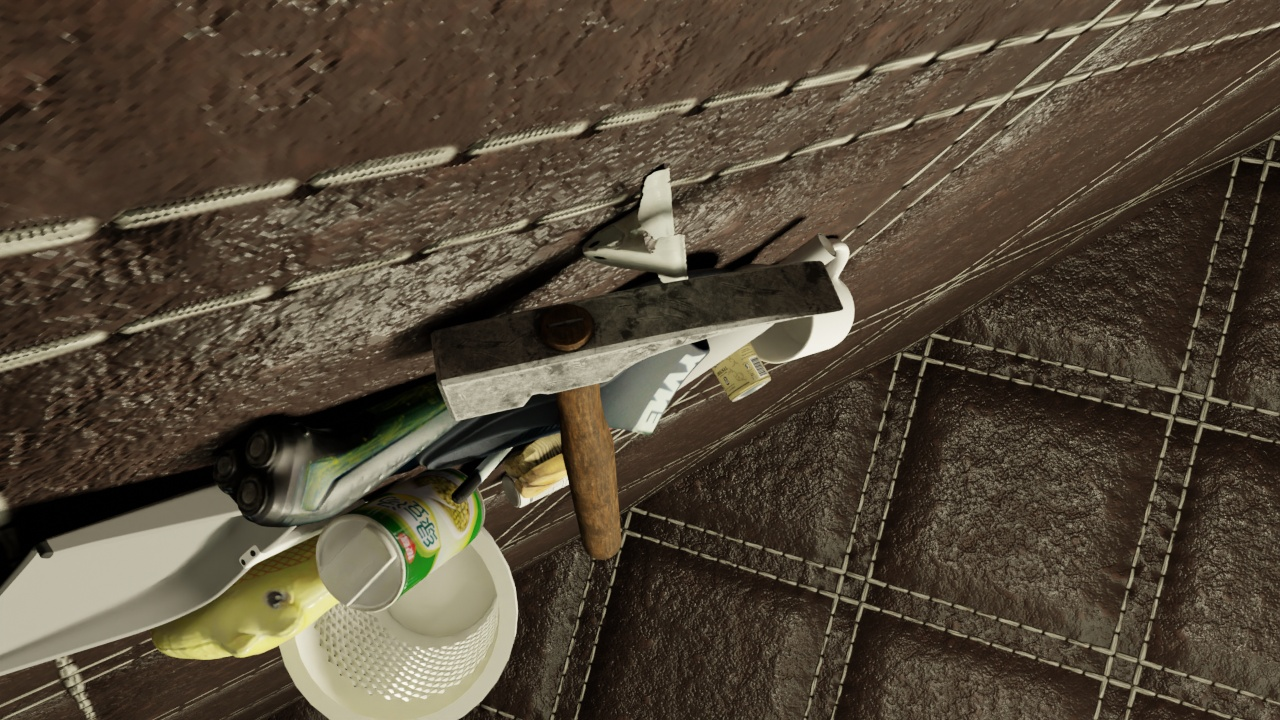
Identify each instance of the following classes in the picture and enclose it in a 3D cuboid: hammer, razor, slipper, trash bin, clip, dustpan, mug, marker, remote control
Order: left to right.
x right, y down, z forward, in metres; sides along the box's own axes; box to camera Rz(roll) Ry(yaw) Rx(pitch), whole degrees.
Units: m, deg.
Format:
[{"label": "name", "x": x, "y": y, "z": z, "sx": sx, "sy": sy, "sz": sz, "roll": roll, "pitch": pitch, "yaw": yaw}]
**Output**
[{"label": "dustpan", "x": -0.263, "y": 0.118, "z": 0.554, "sx": 0.163, "sy": 0.033, "sz": 0.257, "roll": -39, "pitch": 173, "yaw": 25}, {"label": "razor", "x": -0.159, "y": 0.043, "z": 0.517, "sx": 0.151, "sy": 0.054, "sz": 0.067, "roll": -29, "pitch": 145, "yaw": -37}, {"label": "trash bin", "x": -0.204, "y": 0.216, "z": 0.852, "sx": 0.195, "sy": 0.195, "sz": 0.199, "roll": -29, "pitch": 179, "yaw": -4}, {"label": "remote control", "x": -0.133, "y": 0.085, "z": 0.838, "sx": 0.034, "sy": 0.013, "sz": 0.150, "roll": -21, "pitch": 166, "yaw": -38}, {"label": "marker", "x": -0.110, "y": 0.072, "z": 0.716, "sx": 0.011, "sy": 0.011, "sz": 0.151, "roll": -35, "pitch": -172, "yaw": 26}, {"label": "slipper", "x": -0.036, "y": 0.024, "z": 0.641, "sx": 0.268, "sy": 0.083, "sz": 0.110, "roll": -30, "pitch": 167, "yaw": 9}, {"label": "hammer", "x": 0.003, "y": 0.054, "z": 0.603, "sx": 0.217, "sy": 0.037, "sz": 0.301, "roll": -12, "pitch": 147, "yaw": -6}, {"label": "clip", "x": 0.004, "y": -0.062, "z": 0.484, "sx": 0.052, "sy": 0.058, "sz": 0.102, "roll": -53, "pitch": 170, "yaw": -6}, {"label": "mug", "x": 0.142, "y": -0.055, "z": 0.789, "sx": 0.090, "sy": 0.074, "sz": 0.111, "roll": -13, "pitch": 135, "yaw": -55}]

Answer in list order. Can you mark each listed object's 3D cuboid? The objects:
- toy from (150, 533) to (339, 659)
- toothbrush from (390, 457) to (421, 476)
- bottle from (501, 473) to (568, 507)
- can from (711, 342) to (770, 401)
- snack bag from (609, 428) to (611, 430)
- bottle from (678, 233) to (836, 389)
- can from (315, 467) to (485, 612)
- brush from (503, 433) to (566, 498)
[{"label": "toy", "x": -0.271, "y": 0.165, "z": 0.670, "sx": 0.170, "sy": 0.064, "sz": 0.155, "roll": -23, "pitch": -163, "yaw": -14}, {"label": "toothbrush", "x": -0.176, "y": 0.078, "z": 0.697, "sx": 0.188, "sy": 0.016, "sz": 0.017, "roll": -20, "pitch": 175, "yaw": -39}, {"label": "bottle", "x": -0.097, "y": 0.125, "z": 1.038, "sx": 0.115, "sy": 0.041, "sz": 0.041, "roll": -23, "pitch": 167, "yaw": -31}, {"label": "can", "x": 0.072, "y": -0.009, "z": 0.761, "sx": 0.038, "sy": 0.079, "sz": 0.038, "roll": -28, "pitch": 169, "yaw": -6}, {"label": "snack bag", "x": -0.041, "y": 0.062, "z": 0.967, "sx": 0.057, "sy": 0.013, "sz": 0.158, "roll": -33, "pitch": 169, "yaw": 7}, {"label": "bottle", "x": 0.065, "y": -0.033, "z": 0.708, "sx": 0.196, "sy": 0.052, "sz": 0.052, "roll": -36, "pitch": 167, "yaw": 29}, {"label": "can", "x": -0.166, "y": 0.123, "z": 0.649, "sx": 0.067, "sy": 0.067, "sz": 0.120, "roll": -34, "pitch": 179, "yaw": 20}, {"label": "brush", "x": -0.093, "y": 0.102, "z": 0.911, "sx": 0.059, "sy": 0.043, "sz": 0.195, "roll": -34, "pitch": 175, "yaw": 5}]
